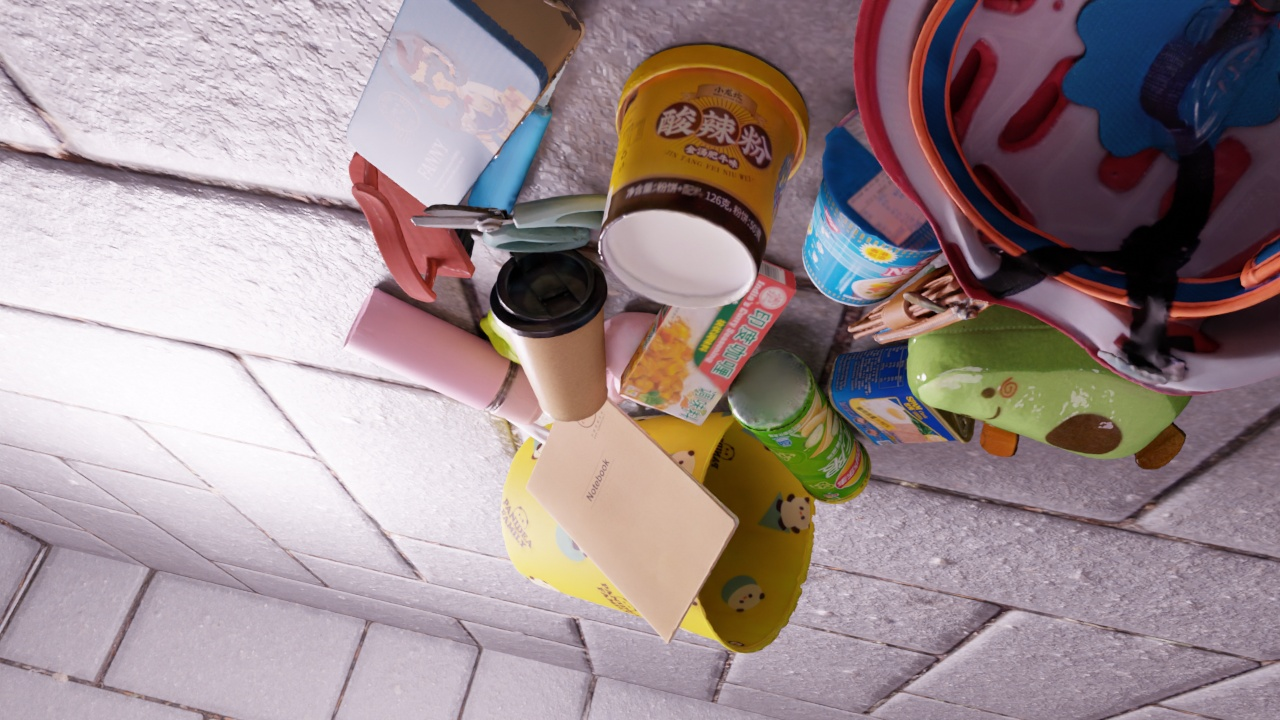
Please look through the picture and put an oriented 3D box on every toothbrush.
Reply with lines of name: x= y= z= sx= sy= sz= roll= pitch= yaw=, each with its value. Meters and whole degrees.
toothbrush: x=-0.131 y=0.061 z=0.959 sx=0.180 sy=0.016 sz=0.016 roll=23 pitch=173 yaw=41

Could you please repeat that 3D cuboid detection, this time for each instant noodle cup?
instant noodle cup: x=0.033 y=-0.103 z=0.545 sx=0.118 sy=0.114 sz=0.119 roll=12 pitch=152 yaw=6
instant noodle cup: x=0.145 y=-0.086 z=0.554 sx=0.099 sy=0.099 sz=0.110 roll=14 pitch=160 yaw=2

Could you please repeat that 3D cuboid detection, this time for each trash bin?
trash bin: x=0.013 y=0.156 z=0.932 sx=0.256 sy=0.229 sz=0.229 roll=0 pitch=149 yaw=37

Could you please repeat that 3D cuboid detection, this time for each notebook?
notebook: x=-0.016 y=0.126 z=0.807 sx=0.207 sy=0.008 sz=0.148 roll=42 pitch=122 yaw=29

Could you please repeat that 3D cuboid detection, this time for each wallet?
wallet: x=0.189 y=-0.042 z=0.541 sx=0.119 sy=0.035 sz=0.131 roll=-24 pitch=178 yaw=-14

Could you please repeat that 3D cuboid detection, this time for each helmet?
helmet: x=0.225 y=-0.117 z=0.390 sx=0.240 sy=0.143 sz=0.207 roll=38 pitch=133 yaw=17

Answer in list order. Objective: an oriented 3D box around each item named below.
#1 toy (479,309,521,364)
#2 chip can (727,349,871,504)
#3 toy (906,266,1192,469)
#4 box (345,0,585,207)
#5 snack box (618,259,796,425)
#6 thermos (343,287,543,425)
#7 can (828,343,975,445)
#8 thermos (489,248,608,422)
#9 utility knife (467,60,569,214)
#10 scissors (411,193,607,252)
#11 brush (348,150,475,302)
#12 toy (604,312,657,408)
toy: x=-0.111 y=-0.024 z=0.838 sx=0.097 sy=0.031 sz=0.100 roll=26 pitch=152 yaw=19
chip can: x=0.145 y=0.063 z=0.811 sx=0.073 sy=0.072 sz=0.221 roll=-1 pitch=155 yaw=28
toy: x=0.304 y=0.014 z=0.656 sx=0.247 sy=0.089 sz=0.227 roll=10 pitch=143 yaw=1
box: x=-0.112 y=-0.161 z=0.551 sx=0.090 sy=0.060 sz=0.185 roll=37 pitch=145 yaw=-12
snack box: x=0.049 y=-0.019 z=0.721 sx=0.077 sy=0.027 sz=0.156 roll=21 pitch=127 yaw=-13
thermos: x=-0.185 y=-0.001 z=0.900 sx=0.198 sy=0.067 sz=0.087 roll=25 pitch=-178 yaw=-22
can: x=0.217 y=0.029 z=0.760 sx=0.083 sy=0.057 sz=0.102 roll=-9 pitch=144 yaw=42
thermos: x=-0.066 y=-0.019 z=0.747 sx=0.093 sy=0.092 sz=0.143 roll=7 pitch=139 yaw=15
utility knife: x=-0.079 y=-0.150 z=0.612 sx=0.034 sy=0.018 sz=0.219 roll=36 pitch=149 yaw=-6
scissors: x=-0.071 y=-0.098 z=0.620 sx=0.144 sy=0.019 sz=0.179 roll=-12 pitch=173 yaw=32
brush: x=-0.174 y=-0.106 z=0.687 sx=0.063 sy=0.069 sz=0.146 roll=7 pitch=151 yaw=13
toy: x=-0.005 y=0.005 z=0.822 sx=0.160 sy=0.054 sz=0.121 roll=-6 pitch=136 yaw=39
